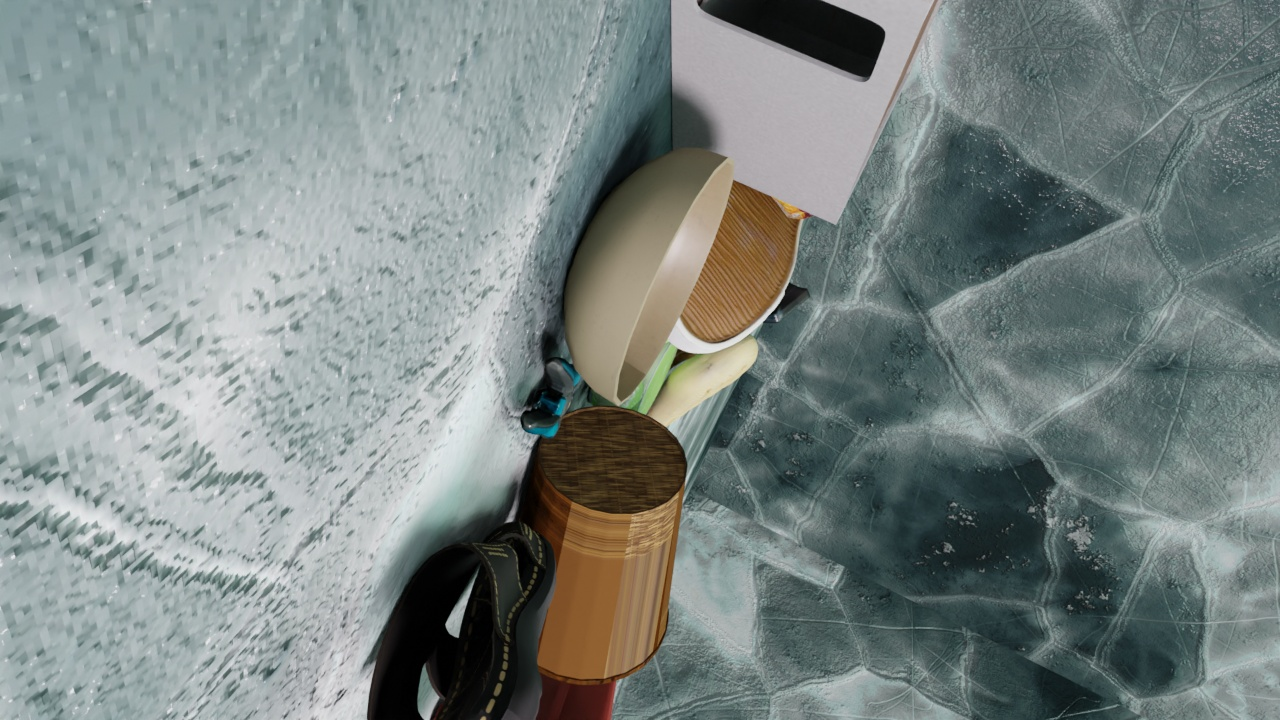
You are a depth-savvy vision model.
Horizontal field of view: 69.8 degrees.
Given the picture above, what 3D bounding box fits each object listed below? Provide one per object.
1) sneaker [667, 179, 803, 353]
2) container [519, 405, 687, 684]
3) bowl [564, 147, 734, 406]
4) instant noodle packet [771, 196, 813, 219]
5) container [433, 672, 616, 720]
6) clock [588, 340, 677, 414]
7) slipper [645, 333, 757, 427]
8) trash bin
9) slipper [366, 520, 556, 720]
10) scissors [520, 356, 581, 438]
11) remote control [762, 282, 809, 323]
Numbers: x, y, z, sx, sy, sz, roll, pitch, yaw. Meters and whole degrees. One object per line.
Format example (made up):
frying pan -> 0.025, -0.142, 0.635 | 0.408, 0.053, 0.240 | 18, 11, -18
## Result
sneaker -> 0.072, -0.107, 0.752 | 0.128, 0.120, 0.293 | -22, -152, 48
container -> -0.030, 0.127, 0.658 | 0.131, 0.132, 0.168 | -54, 161, -49
bowl -> -0.002, -0.054, 0.521 | 0.152, 0.050, 0.152 | -62, 171, -17
instant noodle packet -> 0.107, -0.174, 0.667 | 0.135, 0.040, 0.098 | 38, 74, -40
container -> -0.098, 0.318, 0.713 | 0.200, 0.148, 0.127 | -67, 173, -60
clock -> -0.004, 0.004, 0.711 | 0.094, 0.042, 0.119 | -63, 171, -15
slipper -> 0.039, 0.006, 0.850 | 0.111, 0.079, 0.262 | -36, 175, -10
trash bin -> 0.094, -0.186, 0.492 | 0.114, 0.114, 0.229 | -62, 171, -12
slipper -> -0.096, 0.146, 0.486 | 0.113, 0.076, 0.268 | -56, -173, 3
scissors -> -0.054, 0.027, 0.550 | 0.141, 0.019, 0.128 | -62, 175, -51
remote control -> 0.078, -0.053, 0.804 | 0.047, 0.022, 0.150 | -37, -157, -30
